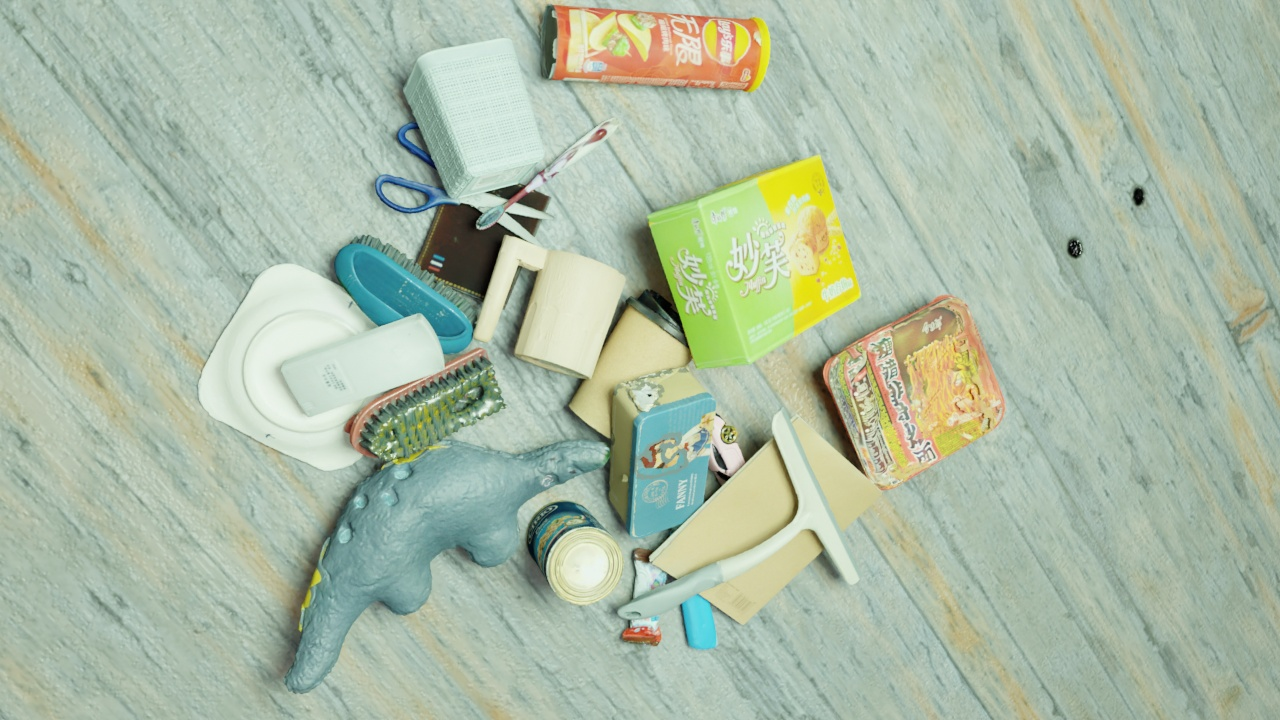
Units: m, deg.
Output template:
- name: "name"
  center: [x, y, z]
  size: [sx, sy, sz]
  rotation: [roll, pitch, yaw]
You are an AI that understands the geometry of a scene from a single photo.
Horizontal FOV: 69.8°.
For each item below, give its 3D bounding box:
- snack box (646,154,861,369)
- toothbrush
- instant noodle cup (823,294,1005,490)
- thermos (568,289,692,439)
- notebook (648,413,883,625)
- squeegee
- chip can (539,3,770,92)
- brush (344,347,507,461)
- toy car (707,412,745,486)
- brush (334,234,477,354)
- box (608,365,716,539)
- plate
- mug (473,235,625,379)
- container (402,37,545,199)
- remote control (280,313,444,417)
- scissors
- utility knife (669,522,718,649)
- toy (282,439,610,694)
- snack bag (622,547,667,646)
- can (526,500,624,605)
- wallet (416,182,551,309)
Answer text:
- name: "snack box"
  center: [0.118, -0.099, 0.898]
  size: [0.209, 0.070, 0.158]
  rotation: [-28, 104, -42]
- name: "toothbrush"
  center: [-0.087, -0.183, 0.884]
  size: [0.187, 0.017, 0.016]
  rotation: [-42, 99, -21]
- name: "instant noodle cup"
  center: [0.290, 0.031, 1.000]
  size: [0.188, 0.079, 0.164]
  rotation: [-26, 102, -11]
- name: "thermos"
  center: [-0.005, 0.005, 0.910]
  size: [0.093, 0.093, 0.143]
  rotation: [36, 93, -16]
- name: "notebook"
  center: [0.133, 0.172, 0.952]
  size: [0.211, 0.012, 0.149]
  rotation: [-46, 117, 8]
- name: "squeegee"
  center: [0.088, 0.205, 0.926]
  size: [0.246, 0.039, 0.246]
  rotation: [-29, 118, -1]
- name: "chip can"
  center: [0.014, -0.302, 0.893]
  size: [0.216, 0.073, 0.073]
  rotation: [-3, 96, -15]
- name: "brush"
  center: [-0.201, 0.043, 0.851]
  size: [0.145, 0.069, 0.063]
  rotation: [-28, 123, -25]
- name: "toy car"
  center: [0.089, 0.108, 0.959]
  size: [0.037, 0.056, 0.122]
  rotation: [-30, 102, -16]
- name: "brush"
  center: [-0.218, -0.054, 0.841]
  size: [0.144, 0.073, 0.055]
  rotation: [38, 122, -15]
- name: "box"
  center: [0.018, 0.096, 0.898]
  size: [0.089, 0.059, 0.185]
  rotation: [-17, 131, -21]
- name: "plate"
  center: [-0.305, 0.008, 0.846]
  size: [0.164, 0.034, 0.163]
  rotation: [29, 87, -17]
- name: "mug"
  center: [-0.087, -0.049, 0.872]
  size: [0.124, 0.084, 0.103]
  rotation: [20, 82, -18]
- name: "container"
  center: [-0.147, -0.215, 0.828]
  size: [0.089, 0.090, 0.111]
  rotation: [-21, 91, -26]
- name: "remote control"
  center: [-0.244, 0.004, 0.813]
  size: [0.135, 0.019, 0.056]
  rotation: [-20, 119, 0]
- name: "scissors"
  center: [-0.164, -0.166, 0.870]
  size: [0.169, 0.012, 0.146]
  rotation: [-10, 90, -17]
- name: "utility knife"
  center: [0.053, 0.231, 0.980]
  size: [0.034, 0.018, 0.166]
  rotation: [-15, 98, -28]
- name: "toy"
  center: [-0.195, 0.152, 0.854]
  size: [0.355, 0.091, 0.138]
  rotation: [-33, 84, -14]
- name: "snack bag"
  center: [0.008, 0.248, 0.963]
  size: [0.045, 0.026, 0.105]
  rotation: [8, 92, -8]
- name: "can"
  center: [-0.065, 0.185, 0.891]
  size: [0.075, 0.111, 0.075]
  rotation: [-1, 95, -16]
- name: "wallet"
  center: [-0.153, -0.122, 0.888]
  size: [0.096, 0.020, 0.122]
  rotation: [23, 86, -17]
